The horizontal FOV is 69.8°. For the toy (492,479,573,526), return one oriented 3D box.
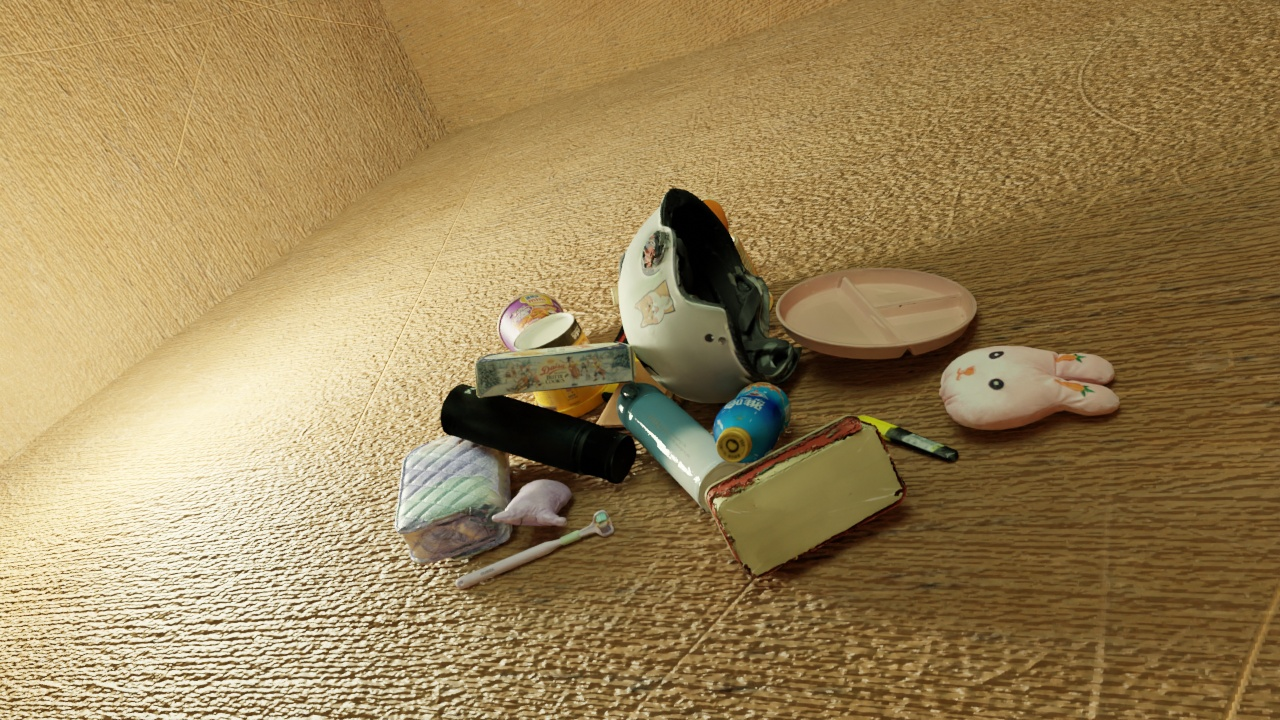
[{"bbox_3d":[-0.114,0.163,1.054,0.084,0.039,0.108,4,12,10],"label":"toy"}]

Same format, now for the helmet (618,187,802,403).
[{"bbox_3d":[0.060,-0.059,1.122,0.157,0.229,0.274,-37,63,23],"label":"helmet"}]

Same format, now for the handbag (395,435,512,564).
[{"bbox_3d":[-0.225,0.164,1.131,0.134,0.076,0.193,-19,28,1],"label":"handbag"}]

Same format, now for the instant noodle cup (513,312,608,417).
[{"bbox_3d":[-0.111,0.006,1.276,0.118,0.114,0.118,-21,26,11],"label":"instant noodle cup"}]

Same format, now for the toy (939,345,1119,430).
[{"bbox_3d":[0.374,0.024,0.891,0.160,0.054,0.121,-4,33,22],"label":"toy"}]

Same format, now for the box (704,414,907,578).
[{"bbox_3d":[0.151,0.123,0.838,0.168,0.091,0.075,-27,6,-4],"label":"box"}]

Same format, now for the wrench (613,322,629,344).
[{"bbox_3d":[-0.020,-0.054,1.390,0.056,0.016,0.272,-13,23,10],"label":"wrench"}]

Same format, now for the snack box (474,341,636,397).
[{"bbox_3d":[-0.105,0.008,1.125,0.182,0.046,0.178,-6,4,-6],"label":"snack box"}]

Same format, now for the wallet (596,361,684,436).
[{"bbox_3d":[0.009,0.046,1.186,0.108,0.031,0.131,-6,37,31],"label":"wallet"}]

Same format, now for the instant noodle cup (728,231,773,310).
[{"bbox_3d":[0.100,-0.108,1.301,0.151,0.111,0.151,-20,26,10],"label":"instant noodle cup"}]

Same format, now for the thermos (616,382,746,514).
[{"bbox_3d":[0.039,0.089,1.018,0.070,0.070,0.220,-32,33,-12],"label":"thermos"}]

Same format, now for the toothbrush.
[{"bbox_3d":[-0.119,0.213,1.010,0.189,0.029,0.021,-24,-14,7],"label":"toothbrush"}]

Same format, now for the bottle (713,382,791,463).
[{"bbox_3d":[0.110,0.067,0.931,0.065,0.065,0.218,-17,2,17],"label":"bottle"}]

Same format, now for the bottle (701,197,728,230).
[{"bbox_3d":[0.091,-0.194,1.275,0.067,0.067,0.149,-18,20,15],"label":"bottle"}]

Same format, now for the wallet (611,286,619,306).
[{"bbox_3d":[0.012,-0.106,1.447,0.115,0.024,0.087,-9,19,-1],"label":"wallet"}]

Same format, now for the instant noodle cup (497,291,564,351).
[{"bbox_3d":[-0.154,-0.038,1.410,0.111,0.112,0.099,-30,34,-8],"label":"instant noodle cup"}]

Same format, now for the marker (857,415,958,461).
[{"bbox_3d":[0.266,0.079,0.924,0.018,0.015,0.124,-38,32,-21],"label":"marker"}]

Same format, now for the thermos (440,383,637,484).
[{"bbox_3d":[-0.122,0.091,1.122,0.243,0.068,0.090,15,2,24],"label":"thermos"}]

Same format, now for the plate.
[{"bbox_3d":[0.276,-0.057,1.088,0.229,0.028,0.229,-6,27,3],"label":"plate"}]

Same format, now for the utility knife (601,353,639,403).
[{"bbox_3d":[-0.008,0.008,1.292,0.033,0.015,0.180,11,39,22],"label":"utility knife"}]
